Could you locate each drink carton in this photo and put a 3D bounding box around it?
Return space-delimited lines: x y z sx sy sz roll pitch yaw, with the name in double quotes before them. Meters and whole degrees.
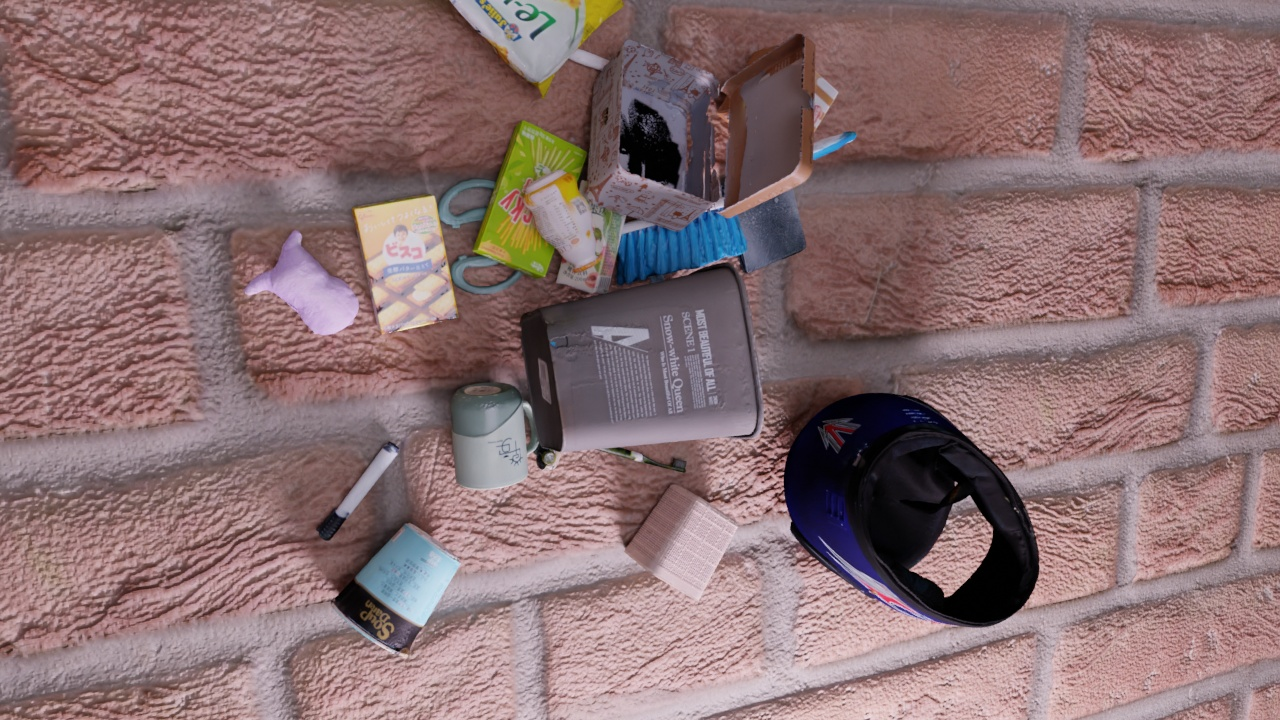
"drink carton" -0.053 -0.141 1.061 0.045 0.053 0.122 -4 110 -67

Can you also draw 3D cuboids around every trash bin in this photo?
"trash bin" -0.006 0.006 1.017 0.219 0.199 0.199 -9 91 -18

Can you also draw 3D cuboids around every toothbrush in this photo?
"toothbrush" -0.011 0.114 1.138 0.185 0.012 0.017 20 85 -37
"toothbrush" -0.005 -0.332 1.067 0.180 0.016 0.016 12 82 -23

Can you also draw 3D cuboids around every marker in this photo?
"marker" -0.319 0.147 1.036 0.022 0.018 0.130 37 86 -15

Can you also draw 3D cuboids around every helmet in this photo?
"helmet" 0.328 0.186 1.182 0.315 0.240 0.247 44 82 -12

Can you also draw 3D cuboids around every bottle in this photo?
"bottle" -0.081 -0.150 1.000 0.063 0.063 0.108 -31 106 -14

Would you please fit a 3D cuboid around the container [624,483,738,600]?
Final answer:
"container" 0.054 0.227 1.169 0.090 0.090 0.111 35 83 -24

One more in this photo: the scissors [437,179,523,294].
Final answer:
"scissors" -0.146 -0.132 1.049 0.178 0.019 0.161 3 95 -27

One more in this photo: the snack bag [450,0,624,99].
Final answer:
"snack bag" -0.142 -0.419 0.965 0.246 0.068 0.158 42 83 -24

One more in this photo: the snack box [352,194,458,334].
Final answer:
"snack box" -0.256 -0.105 1.003 0.086 0.034 0.140 -14 104 -20

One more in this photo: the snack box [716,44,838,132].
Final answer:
"snack box" 0.164 -0.311 1.108 0.094 0.077 0.092 33 87 -24

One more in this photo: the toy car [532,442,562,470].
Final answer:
"toy car" -0.101 0.089 1.100 0.035 0.042 0.090 19 93 -26

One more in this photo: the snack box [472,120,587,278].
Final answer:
"snack box" -0.123 -0.179 1.029 0.085 0.026 0.156 22 81 -27

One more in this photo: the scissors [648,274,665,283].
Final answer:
"scissors" 0.042 -0.066 1.143 0.072 0.017 0.137 -16 103 -13

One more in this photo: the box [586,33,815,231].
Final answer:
"box" 0.053 -0.259 0.983 0.157 0.218 0.180 20 65 -35

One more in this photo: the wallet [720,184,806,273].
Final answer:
"wallet" 0.159 -0.181 1.166 0.097 0.019 0.121 -24 110 -17

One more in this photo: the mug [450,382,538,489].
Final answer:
"mug" -0.163 0.081 1.057 0.111 0.082 0.106 -13 106 -43

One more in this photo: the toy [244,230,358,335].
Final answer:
"toy" -0.349 -0.071 0.967 0.083 0.039 0.108 -49 116 -7

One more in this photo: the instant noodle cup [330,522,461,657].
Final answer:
"instant noodle cup" -0.268 0.254 1.037 0.111 0.111 0.120 43 75 -24

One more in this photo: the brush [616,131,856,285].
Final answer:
"brush" 0.112 -0.178 1.083 0.314 0.060 0.109 -14 97 3
